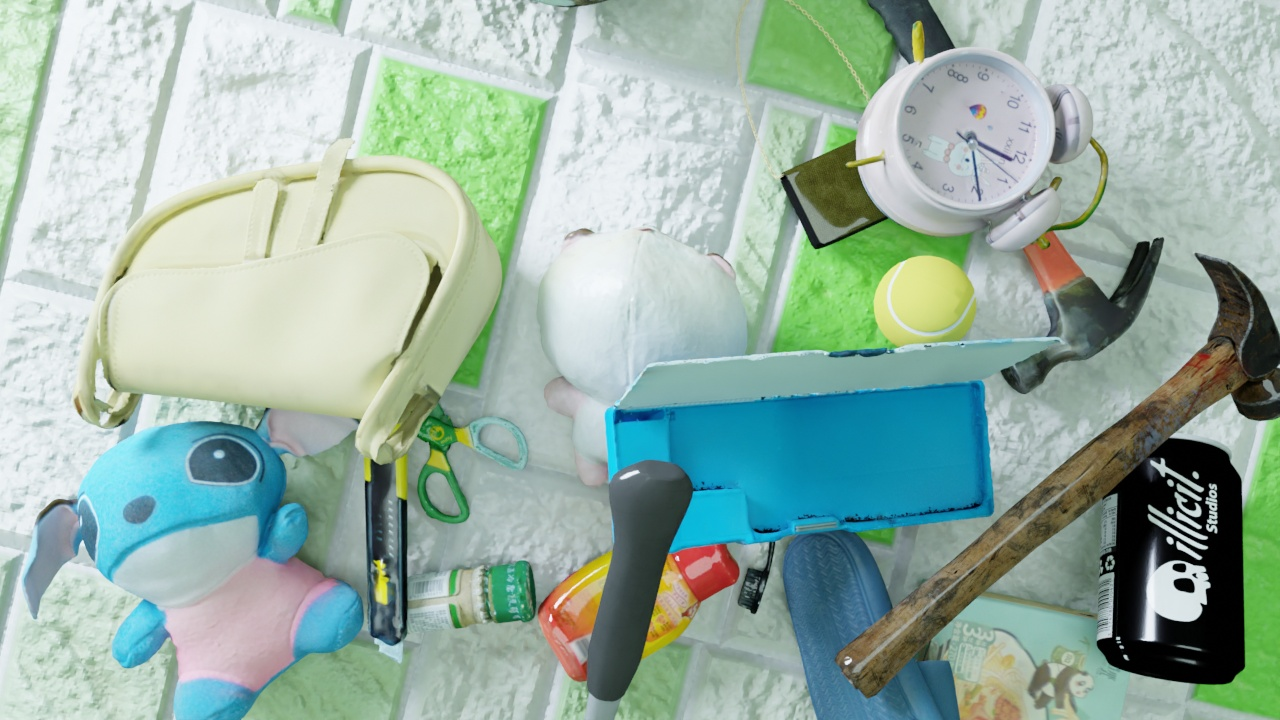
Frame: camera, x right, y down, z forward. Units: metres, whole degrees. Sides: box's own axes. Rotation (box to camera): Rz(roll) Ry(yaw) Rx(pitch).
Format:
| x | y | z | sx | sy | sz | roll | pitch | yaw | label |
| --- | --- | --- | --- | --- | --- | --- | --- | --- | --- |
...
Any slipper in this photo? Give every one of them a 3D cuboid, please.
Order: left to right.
| x | y | z | sx | sy | sz | roll | pitch | yaw | label |
| --- | --- | --- | --- | --- | --- | --- | --- | --- | --- |
| 0.155 | 0.210 | 0.602 | 0.059 | 0.104 | 0.213 | -7 | 68 | -37 | slipper |

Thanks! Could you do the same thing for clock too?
| x | y | z | sx | sy | sz | roll | pitch | yaw | label |
| --- | --- | --- | --- | --- | --- | --- | --- | --- | --- |
| 0.219 | -0.133 | 0.585 | 0.158 | 0.059 | 0.117 | 24 | 90 | -1 | clock |

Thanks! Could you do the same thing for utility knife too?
| x | y | z | sx | sy | sz | roll | pitch | yaw | label |
| --- | --- | --- | --- | --- | --- | --- | --- | --- | --- |
| -0.167 | 0.109 | 0.604 | 0.029 | 0.020 | 0.174 | -5 | 80 | 3 | utility knife |

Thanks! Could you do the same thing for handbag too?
| x | y | z | sx | sy | sz | roll | pitch | yaw | label |
| --- | --- | --- | --- | --- | --- | --- | --- | --- | --- |
| -0.212 | -0.038 | 0.562 | 0.233 | 0.089 | 0.190 | 5 | 63 | 5 | handbag |
| 0.116 | -0.171 | 0.631 | 0.084 | 0.027 | 0.178 | -25 | 87 | -2 | handbag |

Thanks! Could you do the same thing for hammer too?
| x | y | z | sx | sy | sz | roll | pitch | yaw | label |
| --- | --- | --- | --- | --- | --- | --- | --- | --- | --- |
| -0.013 | 0.184 | 0.556 | 0.125 | 0.029 | 0.312 | 9 | 123 | -5 | hammer |
| 0.233 | -0.152 | 0.629 | 0.133 | 0.033 | 0.333 | -32 | 92 | 1 | hammer |
| 0.245 | 0.078 | 0.545 | 0.330 | 0.033 | 0.120 | -39 | 113 | -3 | hammer |

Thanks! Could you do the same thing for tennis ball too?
| x | y | z | sx | sy | sz | roll | pitch | yaw | label |
| --- | --- | --- | --- | --- | --- | --- | --- | --- | --- |
| 0.189 | -0.037 | 0.612 | 0.065 | 0.065 | 0.065 | 0 | 91 | -2 | tennis ball |

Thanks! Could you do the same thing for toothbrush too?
| x | y | z | sx | sy | sz | roll | pitch | yaw | label |
| --- | --- | --- | --- | --- | --- | --- | --- | --- | --- |
| 0.096 | 0.085 | 0.639 | 0.017 | 0.014 | 0.188 | 13 | 91 | 6 | toothbrush |

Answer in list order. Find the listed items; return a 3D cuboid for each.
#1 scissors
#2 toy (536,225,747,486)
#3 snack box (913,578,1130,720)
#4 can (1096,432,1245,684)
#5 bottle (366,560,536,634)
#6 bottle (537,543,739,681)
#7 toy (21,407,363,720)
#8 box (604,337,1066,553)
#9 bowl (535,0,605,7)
| x | y | z | sx | sy | sz | roll | pitch | yaw | label |
| --- | --- | --- | --- | --- | --- | --- | --- | --- | --- |
| -0.131 | 0.045 | 0.631 | 0.112 | 0.012 | 0.131 | -20 | 90 | 2 | scissors |
| -0.004 | 0.003 | 0.596 | 0.139 | 0.101 | 0.180 | 9 | 106 | 4 | toy |
| 0.247 | 0.260 | 0.632 | 0.141 | 0.044 | 0.193 | 12 | 90 | -3 | snack box |
| 0.342 | 0.127 | 0.593 | 0.080 | 0.080 | 0.145 | 15 | 69 | -2 | can |
| -0.127 | 0.162 | 0.620 | 0.110 | 0.042 | 0.042 | -7 | 92 | 0 | bottle |
| 0.001 | 0.159 | 0.621 | 0.134 | 0.048 | 0.071 | -30 | 92 | -1 | bottle |
| -0.263 | 0.122 | 0.592 | 0.224 | 0.099 | 0.191 | -31 | 97 | -11 | toy |
| 0.109 | 0.049 | 0.529 | 0.243 | 0.114 | 0.114 | -4 | 89 | -13 | box |
| -0.045 | -0.296 | 0.584 | 0.160 | 0.094 | 0.160 | 0 | 91 | -2 | bowl |
